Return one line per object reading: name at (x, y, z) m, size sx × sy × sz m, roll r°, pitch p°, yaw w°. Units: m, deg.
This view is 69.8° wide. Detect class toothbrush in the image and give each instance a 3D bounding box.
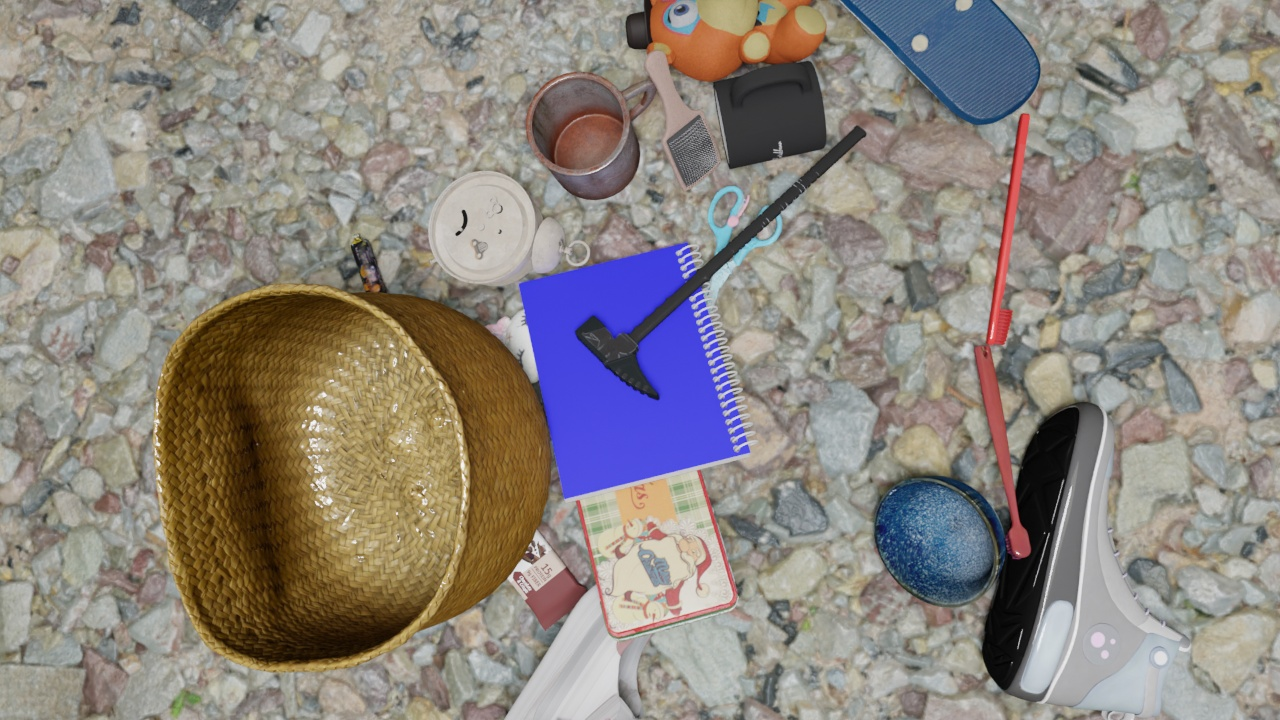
toothbrush at (0.337, -0.118, 0.828) m, size 0.018 × 0.012 × 0.212 m, roll 9°, pitch 88°, yaw 6°
toothbrush at (0.310, 0.076, 0.792) m, size 0.016 × 0.016 × 0.189 m, roll -1°, pitch 67°, yaw -3°

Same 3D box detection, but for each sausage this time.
sausage at (-0.251, -0.051, 0.886) m, size 0.020 × 0.020 × 0.155 m, roll -19°, pitch 86°, yaw 5°

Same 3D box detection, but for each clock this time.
clock at (-0.119, -0.113, 0.855) m, size 0.157 × 0.061 × 0.103 m, roll 15°, pitch 89°, yaw 14°

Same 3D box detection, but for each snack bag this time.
snack bag at (-0.117, 0.175, 0.865) m, size 0.057 × 0.013 × 0.158 m, roll -38°, pitch 84°, yaw 2°

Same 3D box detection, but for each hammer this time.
hammer at (0.091, -0.099, 0.820) m, size 0.324 × 0.015 × 0.095 m, roll -43°, pitch 70°, yaw -9°

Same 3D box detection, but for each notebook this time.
notebook at (-0.005, 0.005, 0.815) m, size 0.171 × 0.022 × 0.209 m, roll -14°, pitch 68°, yaw -2°

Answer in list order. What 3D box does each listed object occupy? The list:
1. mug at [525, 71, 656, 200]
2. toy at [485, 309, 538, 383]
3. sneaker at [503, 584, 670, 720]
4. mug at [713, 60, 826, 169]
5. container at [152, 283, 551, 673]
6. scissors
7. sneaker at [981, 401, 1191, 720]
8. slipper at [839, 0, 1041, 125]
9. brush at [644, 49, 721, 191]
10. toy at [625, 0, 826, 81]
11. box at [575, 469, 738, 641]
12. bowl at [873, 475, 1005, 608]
mug at (-0.035, -0.208, 0.827) m, size 0.123 × 0.110 × 0.096 m, roll -33°, pitch 90°, yaw 3°
toy at (-0.096, -0.014, 0.858) m, size 0.122 × 0.038 × 0.079 m, roll 3°, pitch 85°, yaw 2°
sneaker at (-0.050, 0.307, 0.810) m, size 0.089 × 0.099 × 0.236 m, roll 30°, pitch 89°, yaw 21°
mug at (0.113, -0.224, 0.807) m, size 0.088 × 0.113 × 0.078 m, roll -11°, pitch 77°, yaw 5°
container at (-0.225, 0.087, 0.765) m, size 0.307 × 0.196 × 0.307 m, roll 0°, pitch 90°, yaw 23°
scissors at (0.088, -0.089, 0.858) m, size 0.076 × 0.015 × 0.141 m, roll 17°, pitch 95°, yaw 6°
sneaker at (0.397, 0.174, 0.778) m, size 0.160 × 0.093 × 0.256 m, roll 16°, pitch 88°, yaw -2°
slipper at (0.242, -0.335, 0.827) m, size 0.118 × 0.060 × 0.295 m, roll -37°, pitch 86°, yaw 7°
brush at (0.036, -0.213, 0.814) m, size 0.049 × 0.136 × 0.015 m, roll -41°, pitch 43°, yaw -12°
toy at (0.075, -0.302, 0.826) m, size 0.176 × 0.096 × 0.112 m, roll -11°, pitch 58°, yaw 14°
box at (0.003, 0.131, 0.799) m, size 0.117 × 0.051 × 0.205 m, roll -12°, pitch 66°, yaw -5°
bowl at (0.267, 0.148, 0.793) m, size 0.114 × 0.060 × 0.114 m, roll 18°, pitch 115°, yaw 44°
